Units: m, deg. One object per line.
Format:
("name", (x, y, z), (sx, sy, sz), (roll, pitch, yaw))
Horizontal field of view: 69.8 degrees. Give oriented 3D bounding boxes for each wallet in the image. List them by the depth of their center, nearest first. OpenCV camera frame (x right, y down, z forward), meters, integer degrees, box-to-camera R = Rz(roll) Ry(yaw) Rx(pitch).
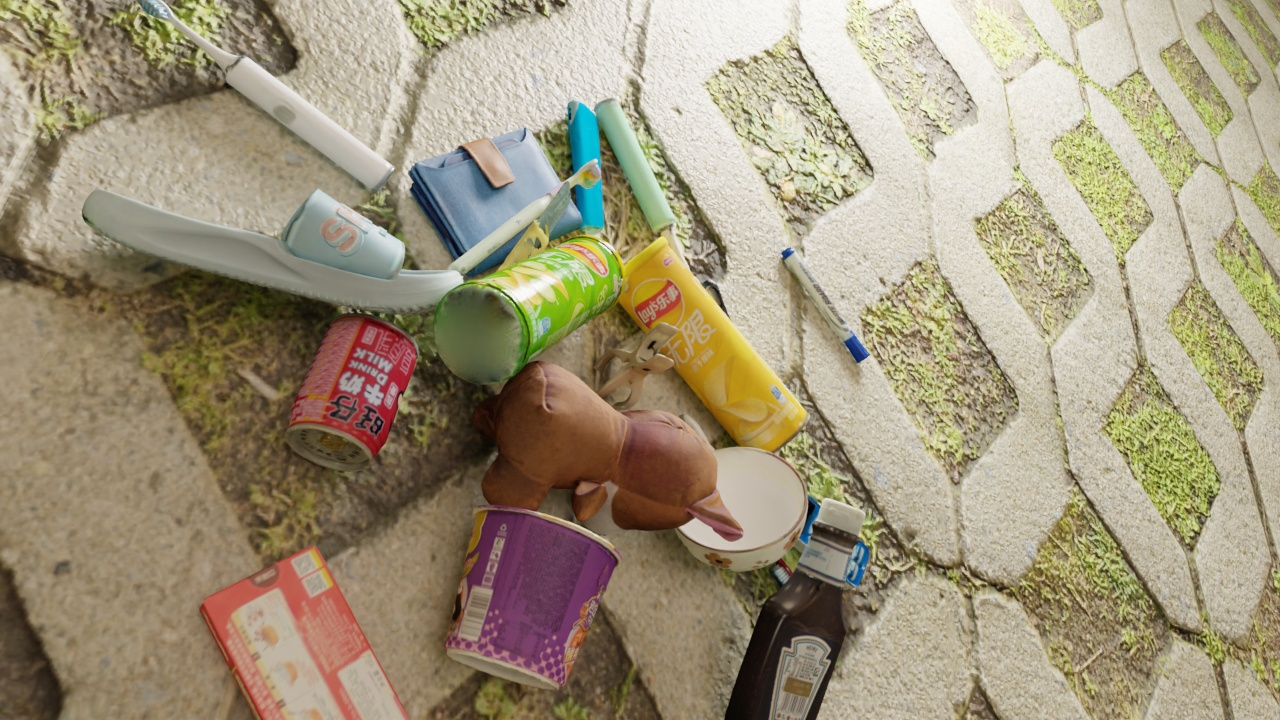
("wallet", (-0.123, -0.141, 0.796), (0.132, 0.040, 0.106), (-32, 91, -41))

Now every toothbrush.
("toothbrush", (-0.292, -0.210, 0.720), (0.221, 0.027, 0.026), (37, 18, -14))
("toothbrush", (-0.095, -0.120, 0.776), (0.020, 0.029, 0.189), (31, 51, 19))
("toothbrush", (0.085, 0.128, 0.815), (0.017, 0.016, 0.187), (-31, 87, -31))
("toothbrush", (0.011, -0.159, 0.903), (0.026, 0.027, 0.224), (-24, 80, -7))

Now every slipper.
("slipper", (-0.244, -0.085, 0.634), (0.245, 0.104, 0.074), (13, 90, -21))

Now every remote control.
("remote control", (0.157, 0.157, 0.842), (0.125, 0.024, 0.048), (42, 50, -11))

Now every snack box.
("snack box", (-0.203, 0.199, 0.571), (0.075, 0.026, 0.153), (-26, 83, -39))

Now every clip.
("clip", (-0.004, -0.004, 0.768), (0.034, 0.105, 0.080), (24, 41, -21))

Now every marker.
("marker", (0.198, -0.060, 0.987), (0.016, 0.017, 0.146), (-34, 88, -41))

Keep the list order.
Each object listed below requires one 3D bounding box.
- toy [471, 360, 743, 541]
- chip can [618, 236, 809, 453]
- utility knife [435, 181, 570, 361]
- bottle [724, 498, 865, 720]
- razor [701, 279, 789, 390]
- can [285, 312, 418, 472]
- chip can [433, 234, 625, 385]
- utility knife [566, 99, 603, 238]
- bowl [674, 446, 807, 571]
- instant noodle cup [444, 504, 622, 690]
("toy", (-0.025, 0.081, 0.696), (0.199, 0.131, 0.140), (13, 31, -23))
("chip can", (0.061, -0.010, 0.831), (0.213, 0.072, 0.071), (49, 49, -4))
("utility knife", (-0.108, -0.073, 0.755), (0.194, 0.020, 0.031), (-63, 144, -25))
("bottle", (0.130, 0.207, 0.729), (0.079, 0.044, 0.194), (25, 83, -34))
("razor", (0.095, -0.015, 0.890), (0.042, 0.022, 0.142), (-27, 81, -4))
("can", (-0.200, 0.023, 0.637), (0.066, 0.067, 0.093), (27, 54, -21))
("chip can", (-0.077, -0.044, 0.697), (0.072, 0.073, 0.220), (51, 23, -2))
("utility knife", (-0.049, -0.156, 0.864), (0.034, 0.018, 0.206), (18, 57, -42))
("bowl", (0.082, 0.133, 0.765), (0.113, 0.062, 0.113), (-6, 38, 4))
("instant noodle cup", (-0.078, 0.165, 0.628), (0.111, 0.112, 0.099), (27, 63, -21))
